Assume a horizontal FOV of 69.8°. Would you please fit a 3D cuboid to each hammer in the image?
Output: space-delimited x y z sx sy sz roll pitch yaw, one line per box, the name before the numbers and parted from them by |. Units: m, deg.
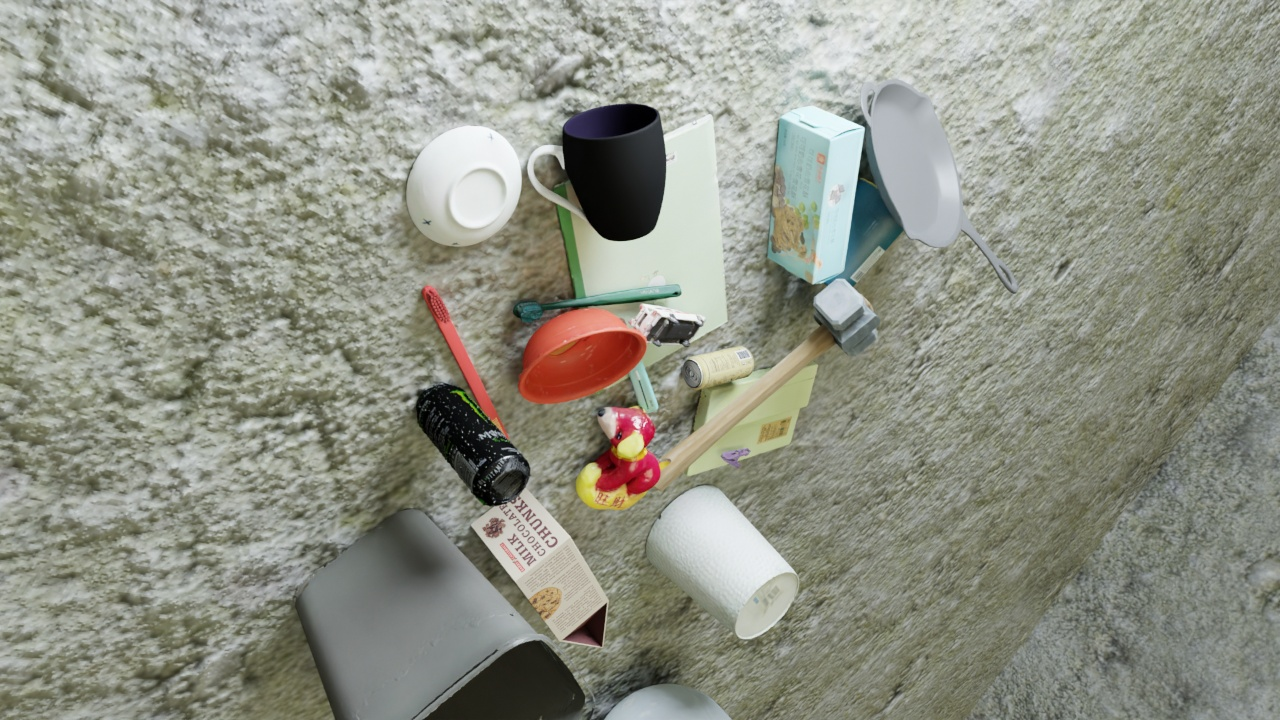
hammer | 0.135 0.038 1.059 0.323 0.051 0.117 -41 152 5

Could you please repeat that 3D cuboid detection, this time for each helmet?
helmet | 0.023 0.572 1.322 0.236 0.163 0.264 -26 140 -20

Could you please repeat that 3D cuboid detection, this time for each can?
can | -0.150 0.072 0.810 0.053 0.138 0.054 -23 133 -28
can | 0.089 0.008 1.053 0.079 0.038 0.038 -12 127 -36

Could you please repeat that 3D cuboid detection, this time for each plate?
plate | -0.138 -0.137 0.751 0.104 0.026 0.104 -23 133 -28

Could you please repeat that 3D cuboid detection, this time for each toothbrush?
toothbrush | -0.037 -0.057 0.894 0.189 0.017 0.016 -10 127 -33
toothbrush | -0.157 0.013 0.852 0.012 0.018 0.213 -35 137 -17

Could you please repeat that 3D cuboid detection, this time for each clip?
clip | 0.118 0.126 1.163 0.050 0.014 0.046 -20 141 -32

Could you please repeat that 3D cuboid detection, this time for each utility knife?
utility knife | -0.006 0.006 0.964 0.022 0.015 0.177 -10 144 6

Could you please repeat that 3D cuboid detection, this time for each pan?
pan | 0.341 -0.181 1.048 0.354 0.024 0.216 39 53 -31

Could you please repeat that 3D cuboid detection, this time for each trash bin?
trash bin | 0.107 0.258 1.161 0.133 0.161 0.133 -23 132 -28
trash bin | -0.196 0.280 0.861 0.197 0.220 0.197 -38 138 -15

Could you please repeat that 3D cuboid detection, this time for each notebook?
notebook | 0.010 -0.099 0.925 0.181 0.010 0.253 -30 135 -22

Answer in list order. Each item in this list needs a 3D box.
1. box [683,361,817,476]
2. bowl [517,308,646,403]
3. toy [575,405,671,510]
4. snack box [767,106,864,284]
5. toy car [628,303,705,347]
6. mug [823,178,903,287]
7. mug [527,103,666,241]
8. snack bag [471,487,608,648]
box | 0.140 0.072 1.161 0.186 0.024 0.137 -11 129 -36
bowl | -0.061 -0.010 0.878 0.130 0.045 0.131 -20 156 -10
toy | -0.015 0.113 1.020 0.105 0.067 0.138 1 122 -24
snack box | 0.183 -0.174 0.974 0.053 0.075 0.175 -25 134 -28
toy car | 0.027 -0.038 0.949 0.039 0.039 0.113 -54 159 17
mug | 0.250 -0.139 1.064 0.078 0.078 0.121 23 107 -48
mug | -0.035 -0.156 0.791 0.119 0.084 0.100 -8 124 1
snack bag | -0.098 0.242 1.017 0.069 0.094 0.206 -37 138 -15
